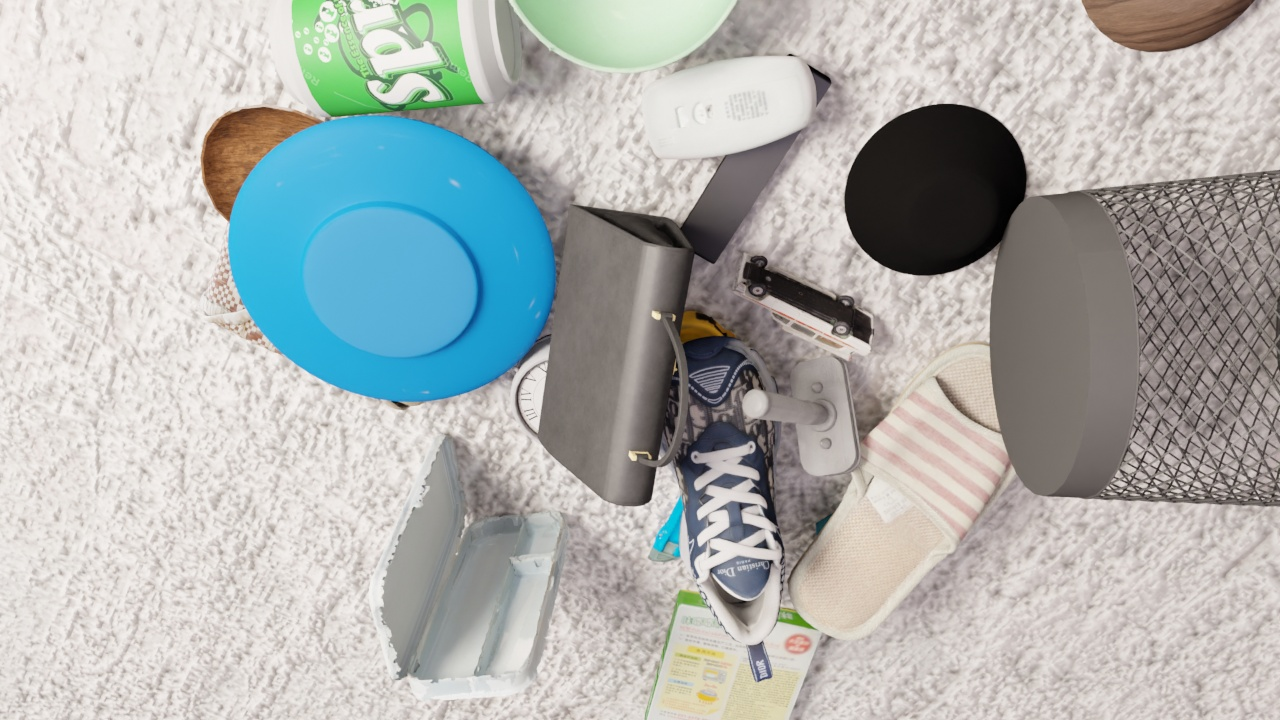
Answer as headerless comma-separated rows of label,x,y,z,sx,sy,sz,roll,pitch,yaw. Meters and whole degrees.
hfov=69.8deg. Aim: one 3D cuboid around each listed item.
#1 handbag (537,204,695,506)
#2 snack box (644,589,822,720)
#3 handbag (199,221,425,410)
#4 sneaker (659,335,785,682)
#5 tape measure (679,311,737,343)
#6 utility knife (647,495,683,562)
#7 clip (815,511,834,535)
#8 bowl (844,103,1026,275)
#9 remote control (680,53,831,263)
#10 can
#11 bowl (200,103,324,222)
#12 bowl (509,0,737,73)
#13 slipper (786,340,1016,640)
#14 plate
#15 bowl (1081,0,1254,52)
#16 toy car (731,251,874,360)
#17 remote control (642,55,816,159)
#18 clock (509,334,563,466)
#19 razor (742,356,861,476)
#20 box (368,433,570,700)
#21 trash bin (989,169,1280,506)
handbag,-0.004,0.003,0.587,0.072,0.196,0.176,5,105,-18
snack box,0.082,0.295,0.856,0.132,0.027,0.168,11,118,-2
handbag,-0.231,-0.045,0.692,0.186,0.047,0.124,26,116,-9
sneaker,0.070,0.113,0.685,0.103,0.132,0.270,-10,124,-1
tape measure,0.035,-0.007,0.699,0.059,0.030,0.068,42,110,-16
utility knife,0.056,0.089,0.758,0.031,0.015,0.221,17,116,-10
clip,0.219,0.124,0.758,0.120,0.033,0.122,23,117,-12
bowl,0.204,-0.105,0.621,0.124,0.052,0.124,2,118,4
remote control,0.076,-0.136,0.637,0.034,0.013,0.150,30,116,-6
can,-0.151,-0.203,0.578,0.140,0.087,0.088,-3,117,6
bowl,-0.237,-0.126,0.625,0.114,0.026,0.102,15,120,-6
bowl,-0.009,-0.254,0.546,0.151,0.076,0.151,2,118,3
slipper,0.203,0.105,0.700,0.115,0.052,0.263,33,104,6
plate,-0.172,-0.056,0.636,0.224,0.024,0.225,-2,124,-3
bowl,0.330,-0.244,0.549,0.119,0.032,0.119,2,118,4
toy car,0.117,-0.037,0.675,0.113,0.039,0.039,24,138,-7
remote control,0.058,-0.167,0.603,0.114,0.028,0.060,-8,107,20
clock,-0.051,0.036,0.726,0.095,0.035,0.123,-20,113,14
razor,0.110,0.036,0.653,0.047,0.116,0.088,-16,73,35
box,-0.119,0.151,0.695,0.105,0.210,0.129,-7,118,5
trash bin,0.359,-0.013,0.564,0.227,0.217,0.218,-2,117,6
